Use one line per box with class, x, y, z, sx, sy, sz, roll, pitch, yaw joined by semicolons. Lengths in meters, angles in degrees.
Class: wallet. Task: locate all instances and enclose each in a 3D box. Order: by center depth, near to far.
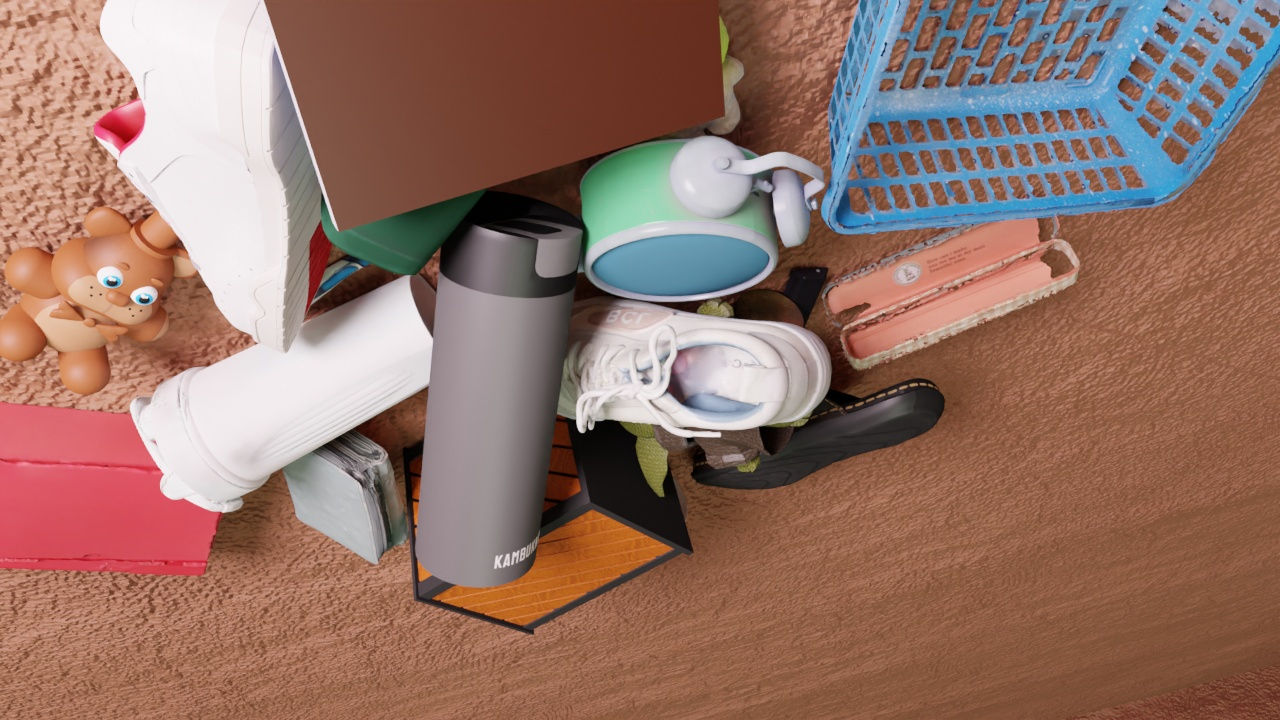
wallet;-0.237;0.097;0.731;0.100;0.054;0.132;25;144;14

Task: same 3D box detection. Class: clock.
clock;0.037;-0.092;0.560;0.121;0.075;0.162;12;159;-41

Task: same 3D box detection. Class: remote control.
remote control;0.122;-0.024;0.755;0.032;0.015;0.137;-4;142;-15

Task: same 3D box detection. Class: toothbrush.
toothbrush;-0.183;-0.063;0.596;0.189;0.017;0.016;-29;142;17

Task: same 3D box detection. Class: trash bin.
trash bin;-0.080;0.115;0.760;0.172;0.139;0.139;-31;140;20

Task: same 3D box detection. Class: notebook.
notebook;-0.059;-0.168;0.412;0.208;0.022;0.172;-21;126;-19

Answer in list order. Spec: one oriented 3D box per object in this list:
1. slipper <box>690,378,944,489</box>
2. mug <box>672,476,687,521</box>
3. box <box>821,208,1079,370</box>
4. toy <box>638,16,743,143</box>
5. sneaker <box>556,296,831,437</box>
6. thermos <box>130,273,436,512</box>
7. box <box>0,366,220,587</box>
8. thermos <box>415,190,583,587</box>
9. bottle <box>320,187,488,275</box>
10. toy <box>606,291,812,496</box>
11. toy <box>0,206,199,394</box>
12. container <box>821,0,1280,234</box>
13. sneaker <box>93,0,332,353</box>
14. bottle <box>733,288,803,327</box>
slipper;0.145;0.059;0.823;0.112;0.075;0.269;14;150;-38
mug;-0.028;0.141;0.876;0.112;0.078;0.097;39;122;-15
box;0.237;-0.059;0.707;0.187;0.082;0.042;-24;154;9
toy;0.014;-0.157;0.522;0.092;0.046;0.115;-31;148;20
sneaker;-0.004;0.004;0.603;0.243;0.089;0.090;3;-173;33
thermos;-0.232;0.022;0.627;0.220;0.099;0.099;-26;142;7
box;-0.428;0.096;0.686;0.214;0.164;0.153;10;180;-28
thermos;-0.093;0.021;0.582;0.082;0.082;0.241;1;114;-21
bottle;-0.108;-0.111;0.477;0.061;0.061;0.131;23;126;-37
toy;0.048;0.021;0.678;0.153;0.078;0.179;1;115;31
toy;-0.313;-0.042;0.541;0.128;0.065;0.095;-35;142;16
container;0.238;-0.233;0.464;0.257;0.089;0.363;-7;143;-12
sneaker;-0.228;-0.099;0.490;0.104;0.090;0.237;16;145;-6
bottle;0.087;-0.002;0.738;0.056;0.056;0.105;-2;141;-18
